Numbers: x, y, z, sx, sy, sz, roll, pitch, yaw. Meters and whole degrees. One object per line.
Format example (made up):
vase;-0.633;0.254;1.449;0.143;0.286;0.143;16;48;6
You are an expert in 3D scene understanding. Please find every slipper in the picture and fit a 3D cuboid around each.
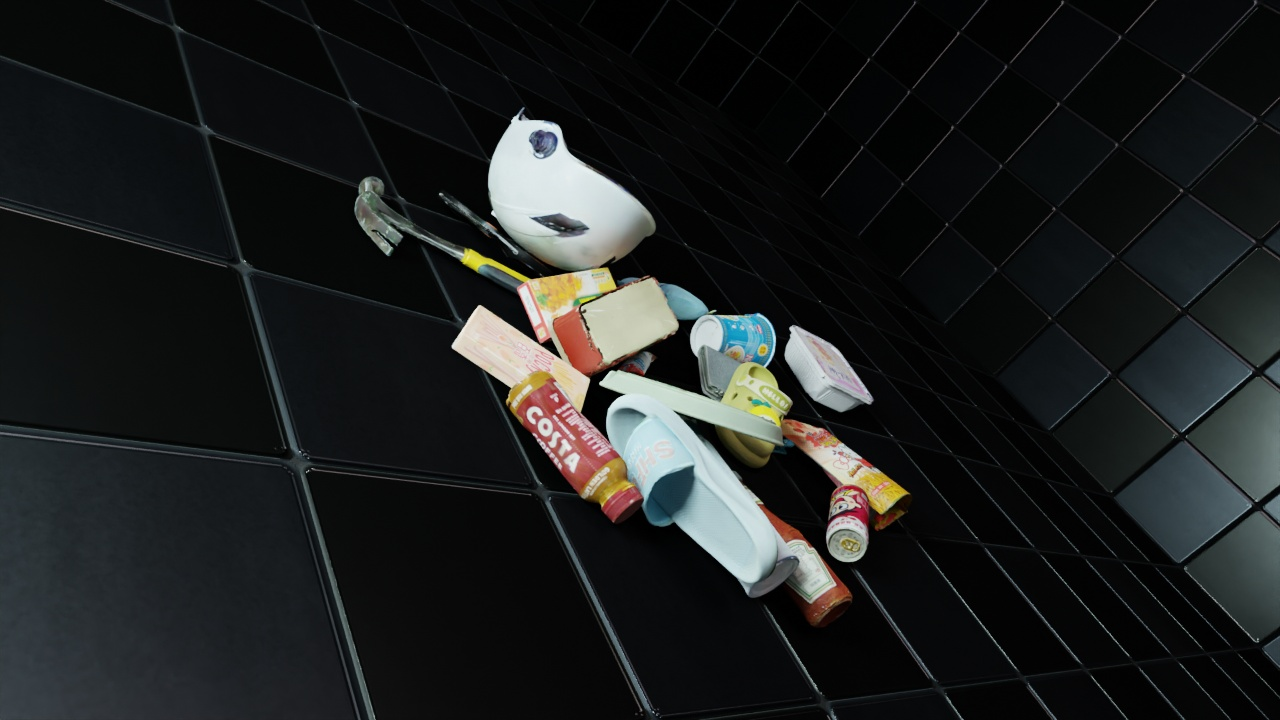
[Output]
slipper;0.040;0.139;0.953;0.074;0.104;0.245;-25;57;-36
slipper;0.163;0.060;1.272;0.091;0.082;0.190;33;40;-11

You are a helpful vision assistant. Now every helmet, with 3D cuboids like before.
helmet;-0.112;-0.208;1.249;0.258;0.146;0.229;41;1;37

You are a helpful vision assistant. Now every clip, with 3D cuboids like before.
clip;0.201;0.124;1.327;0.056;0.046;0.014;8;40;-46

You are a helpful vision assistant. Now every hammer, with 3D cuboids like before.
hammer;-0.205;-0.120;1.151;0.323;0.032;0.126;27;25;-28

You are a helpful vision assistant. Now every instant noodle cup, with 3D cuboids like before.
instant noodle cup;0.140;-0.031;1.445;0.109;0.099;0.099;6;39;-39
instant noodle cup;0.332;0.023;1.671;0.138;0.060;0.173;24;28;-33

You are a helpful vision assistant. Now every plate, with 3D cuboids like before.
plate;0.063;0.054;1.091;0.230;0.027;0.230;18;-2;0

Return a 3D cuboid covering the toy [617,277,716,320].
toy;0.042;-0.096;1.436;0.156;0.050;0.161;19;-1;4

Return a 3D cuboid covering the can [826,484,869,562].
can;0.278;0.216;1.228;0.053;0.053;0.132;39;22;0

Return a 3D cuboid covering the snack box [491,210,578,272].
snack box;-0.148;-0.198;1.393;0.157;0.027;0.084;34;23;-11

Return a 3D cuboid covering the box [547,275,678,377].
box;-0.024;-0.043;1.147;0.167;0.078;0.091;-28;91;-50

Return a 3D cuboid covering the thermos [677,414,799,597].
thermos;0.083;0.155;1.029;0.073;0.073;0.224;10;36;-50

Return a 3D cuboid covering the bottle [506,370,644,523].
bottle;-0.065;0.088;0.934;0.175;0.058;0.057;48;24;20

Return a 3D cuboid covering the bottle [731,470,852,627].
bottle;0.156;0.209;1.050;0.059;0.060;0.206;10;32;-49

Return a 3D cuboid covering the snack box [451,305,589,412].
snack box;-0.131;0.005;1.032;0.157;0.026;0.084;34;23;-11

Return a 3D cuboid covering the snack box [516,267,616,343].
snack box;-0.084;-0.073;1.182;0.155;0.027;0.077;-17;82;-51

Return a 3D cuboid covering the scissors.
scissors;-0.193;-0.162;1.193;0.221;0.022;0.230;36;2;-39

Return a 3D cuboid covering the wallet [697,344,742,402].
wallet;0.142;0.043;1.366;0.129;0.037;0.106;28;37;-23

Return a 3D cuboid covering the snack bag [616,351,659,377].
snack bag;-0.007;0.007;1.208;0.048;0.026;0.104;2;18;15

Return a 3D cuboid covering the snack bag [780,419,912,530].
snack bag;0.306;0.161;1.383;0.128;0.073;0.208;7;31;-51
